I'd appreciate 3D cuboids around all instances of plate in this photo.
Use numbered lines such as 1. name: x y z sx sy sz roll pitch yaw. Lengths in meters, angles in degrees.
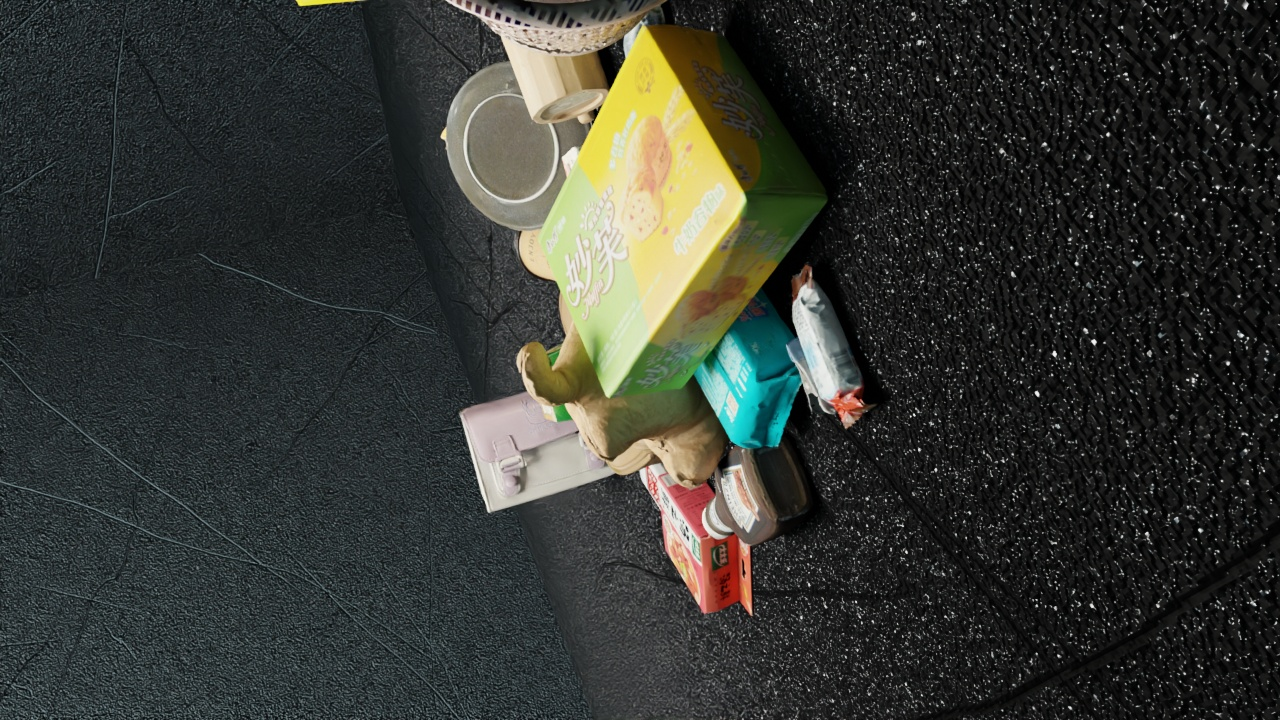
1. plate: -0.134 -0.226 0.978 0.024 0.180 0.179 -40 -60 -61

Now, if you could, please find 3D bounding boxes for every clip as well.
1. clip: 0.117 0.009 0.610 0.026 0.024 0.056 168 81 -77

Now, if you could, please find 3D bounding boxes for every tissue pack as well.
1. tissue pack: 0.074 -0.007 0.687 0.093 0.050 0.133 100 149 -54

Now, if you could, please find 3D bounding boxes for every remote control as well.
1. remote control: 0.030 0.156 1.072 0.136 0.020 0.056 -127 24 -50

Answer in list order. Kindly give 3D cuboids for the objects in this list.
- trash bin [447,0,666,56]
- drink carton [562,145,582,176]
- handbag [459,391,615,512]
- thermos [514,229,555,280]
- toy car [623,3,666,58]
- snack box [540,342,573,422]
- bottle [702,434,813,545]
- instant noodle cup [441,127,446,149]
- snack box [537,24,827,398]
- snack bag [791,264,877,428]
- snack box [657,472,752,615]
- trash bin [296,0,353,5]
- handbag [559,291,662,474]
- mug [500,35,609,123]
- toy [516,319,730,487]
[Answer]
1. trash bin: -0.051 -0.288 0.565 0.192 0.227 0.227 -155 48 -86
2. drink carton: -0.040 -0.157 0.928 0.053 0.045 0.122 -174 67 -72
3. handbag: -0.134 0.108 1.258 0.098 0.196 0.145 -154 48 -73
4. thermos: -0.079 -0.123 1.031 0.143 0.093 0.093 34 140 55
5. toy car: 0.005 -0.245 0.702 0.043 0.034 0.090 -148 44 -72
6. snack box: -0.074 0.025 1.127 0.118 0.105 0.117 180 73 -75
7. bottle: 0.090 0.119 0.783 0.195 0.044 0.080 115 136 -69
8. instant noodle cup: -0.144 -0.236 1.063 0.108 0.137 0.138 62 164 3
9. snack box: 0.016 -0.095 0.634 0.211 0.069 0.157 -54 51 44
10. snack bag: 0.117 -0.009 0.582 0.045 0.026 0.105 100 151 -76
11. snack box: 0.065 0.189 0.941 0.127 0.044 0.113 -129 26 -52
12. trash bin: -0.169 -0.398 0.723 0.230 0.255 0.229 162 90 -74
13. handbag: -0.005 0.005 0.900 0.148 0.099 0.204 -9 98 67
14. mug: -0.079 -0.288 0.881 0.124 0.084 0.103 -17 -92 -81
15. toy: -0.013 0.015 0.738 0.083 0.225 0.143 -32 49 37
